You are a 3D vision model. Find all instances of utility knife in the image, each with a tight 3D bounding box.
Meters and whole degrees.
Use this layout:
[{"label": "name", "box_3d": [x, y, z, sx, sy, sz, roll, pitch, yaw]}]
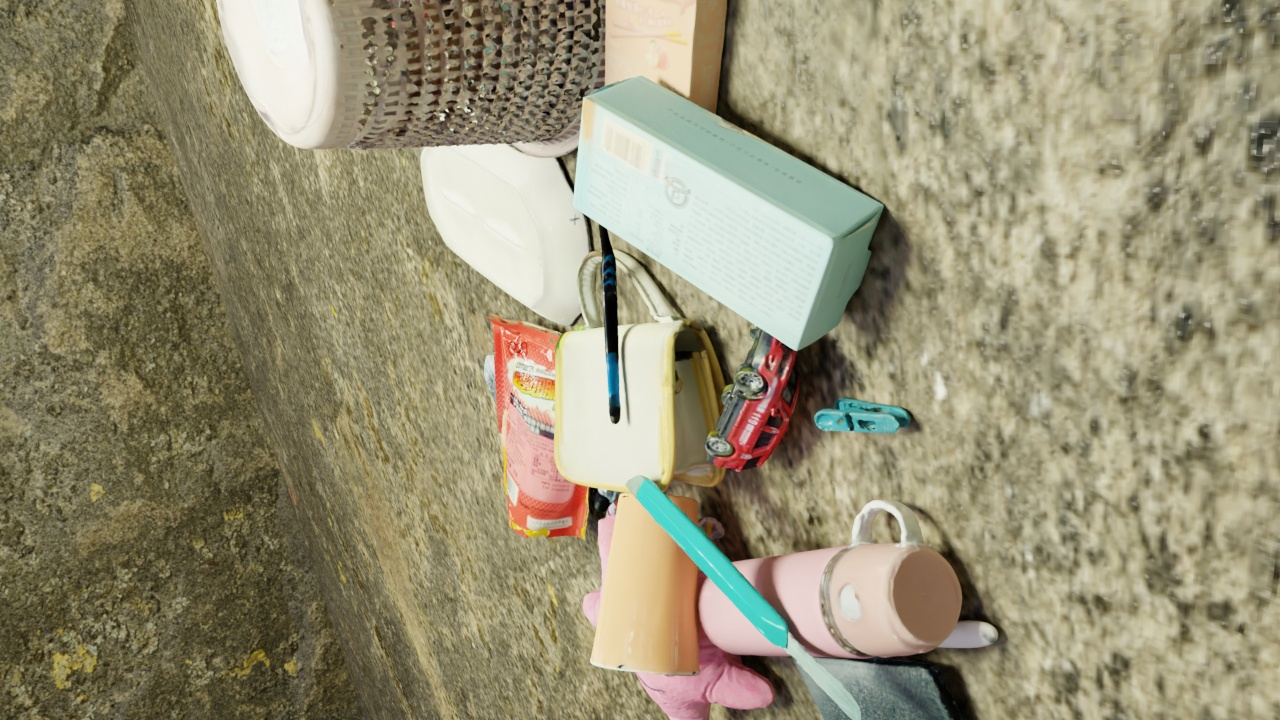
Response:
[{"label": "utility knife", "box_3d": [0.059, 0.139, 0.565, 0.209, 0.013, 0.029, 44, 141, 29]}]

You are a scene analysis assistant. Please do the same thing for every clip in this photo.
[{"label": "clip", "box_3d": [0.126, 0.032, 0.514, 0.057, 0.048, 0.014, 6, 114, 53]}]

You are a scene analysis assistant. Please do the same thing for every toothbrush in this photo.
[{"label": "toothbrush", "box_3d": [0.152, 0.173, 0.569, 0.016, 0.016, 0.181, 62, 150, 5]}, {"label": "toothbrush", "box_3d": [0.015, 0.152, 0.776, 0.190, 0.029, 0.021, -34, 38, 61]}, {"label": "toothbrush", "box_3d": [-0.021, -0.050, 0.643, 0.016, 0.014, 0.189, -11, 78, 47]}, {"label": "toothbrush", "box_3d": [-0.027, 0.138, 0.805, 0.016, 0.017, 0.188, 45, 156, 14]}]

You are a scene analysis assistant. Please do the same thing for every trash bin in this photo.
[{"label": "trash bin", "box_3d": [-0.150, -0.227, 0.590, 0.228, 0.191, 0.228, 27, 128, 40]}]

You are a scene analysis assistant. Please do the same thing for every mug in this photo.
[{"label": "mug", "box_3d": [0.009, 0.160, 0.665, 0.078, 0.078, 0.122, -19, 62, 61]}]

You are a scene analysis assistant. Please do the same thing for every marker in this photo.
[{"label": "marker", "box_3d": [-0.024, 0.096, 0.803, 0.022, 0.018, 0.131, 62, 152, 28]}]

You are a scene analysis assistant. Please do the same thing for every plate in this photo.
[{"label": "plate", "box_3d": [-0.129, -0.128, 0.805, 0.266, 0.034, 0.162, 37, 138, 42]}]

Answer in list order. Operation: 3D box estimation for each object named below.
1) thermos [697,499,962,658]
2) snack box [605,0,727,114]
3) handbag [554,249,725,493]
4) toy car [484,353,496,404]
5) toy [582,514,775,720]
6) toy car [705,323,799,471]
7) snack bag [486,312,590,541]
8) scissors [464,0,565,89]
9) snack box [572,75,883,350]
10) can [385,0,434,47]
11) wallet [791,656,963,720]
[{"label": "thermos", "box_3d": [0.109, 0.142, 0.575, 0.199, 0.067, 0.087, 145, 124, -60]}, {"label": "snack box", "box_3d": [0.011, -0.162, 0.561, 0.084, 0.026, 0.157, 41, 141, 38]}, {"label": "handbag", "box_3d": [-0.004, 0.004, 0.677, 0.164, 0.063, 0.178, -2, 91, 56]}, {"label": "toy car", "box_3d": [-0.126, 0.038, 0.916, 0.105, 0.031, 0.049, 53, 149, 21]}, {"label": "toy", "box_3d": [0.024, 0.208, 0.740, 0.194, 0.074, 0.179, 50, 136, 14]}, {"label": "toy car", "box_3d": [0.073, 0.022, 0.561, 0.045, 0.052, 0.121, 18, 142, 4]}, {"label": "snack bag", "box_3d": [-0.088, 0.064, 0.840, 0.129, 0.073, 0.208, 24, 126, 32]}, {"label": "scissors", "box_3d": [-0.106, -0.247, 0.705, 0.177, 0.019, 0.170, 53, 147, 19]}, {"label": "snack box", "box_3d": [0.041, -0.085, 0.507, 0.175, 0.051, 0.074, 36, 140, 24]}, {"label": "can", "box_3d": [-0.206, -0.319, 0.769, 0.067, 0.066, 0.094, -2, 108, 59]}, {"label": "wallet", "box_3d": [0.158, 0.229, 0.581, 0.121, 0.019, 0.097, -19, 101, 55]}]
